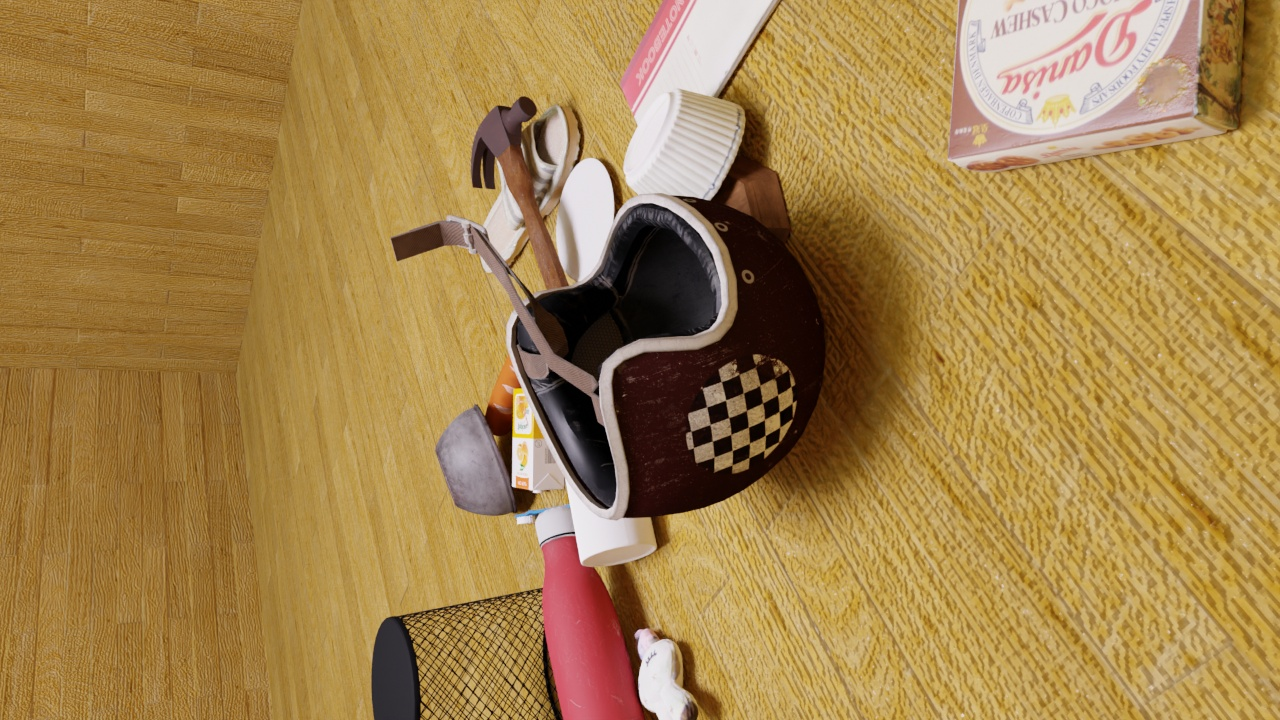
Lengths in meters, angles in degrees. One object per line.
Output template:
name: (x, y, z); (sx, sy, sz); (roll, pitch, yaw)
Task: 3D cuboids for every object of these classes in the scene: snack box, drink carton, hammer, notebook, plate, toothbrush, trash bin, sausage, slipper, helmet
snack box: (0.240, -0.185, 0.493); (0.143, 0.041, 0.147); (4, 91, 58)
drink carton: (-0.119, 0.094, 1.069); (0.059, 0.040, 0.122); (-5, 84, 59)
hammer: (-0.115, -0.139, 1.030); (0.116, 0.033, 0.322); (-34, 71, 41)
notebook: (0.047, -0.293, 0.848); (0.209, 0.012, 0.153); (-55, 44, 42)
plate: (-0.058, -0.154, 1.012); (0.135, 0.011, 0.134); (-6, 83, 59)
toothbrush: (-0.105, 0.178, 1.064); (0.167, 0.016, 0.014); (-22, 69, 56)
trash bin: (-0.154, 0.328, 0.948); (0.184, 0.209, 0.184); (-6, 82, 59)
sausage: (-0.157, 0.029, 1.137); (0.044, 0.039, 0.165); (59, 136, 34)
slipper: (-0.151, -0.205, 1.134); (0.274, 0.054, 0.114); (-46, 45, 48)
plate: (0.074, -0.107, 0.777); (0.132, 0.025, 0.131); (-6, 83, 59)
helmet: (0.001, -0.007, 0.669); (0.233, 0.253, 0.234); (27, 136, 61)

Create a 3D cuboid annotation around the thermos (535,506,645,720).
thermos: (-0.057, 0.256, 0.888); (0.073, 0.073, 0.239); (-48, 50, 46)

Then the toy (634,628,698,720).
toy: (0.020, 0.292, 0.829); (0.122, 0.038, 0.079); (-126, 35, -52)

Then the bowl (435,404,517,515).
bowl: (-0.210, 0.133, 1.137); (0.145, 0.067, 0.145); (159, 90, -75)

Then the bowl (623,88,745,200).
bowl: (0.031, -0.179, 0.781); (0.116, 0.062, 0.115); (-51, 25, 34)

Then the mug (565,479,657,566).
mug: (-0.030, 0.152, 0.901); (0.111, 0.073, 0.090); (98, 161, -65)
